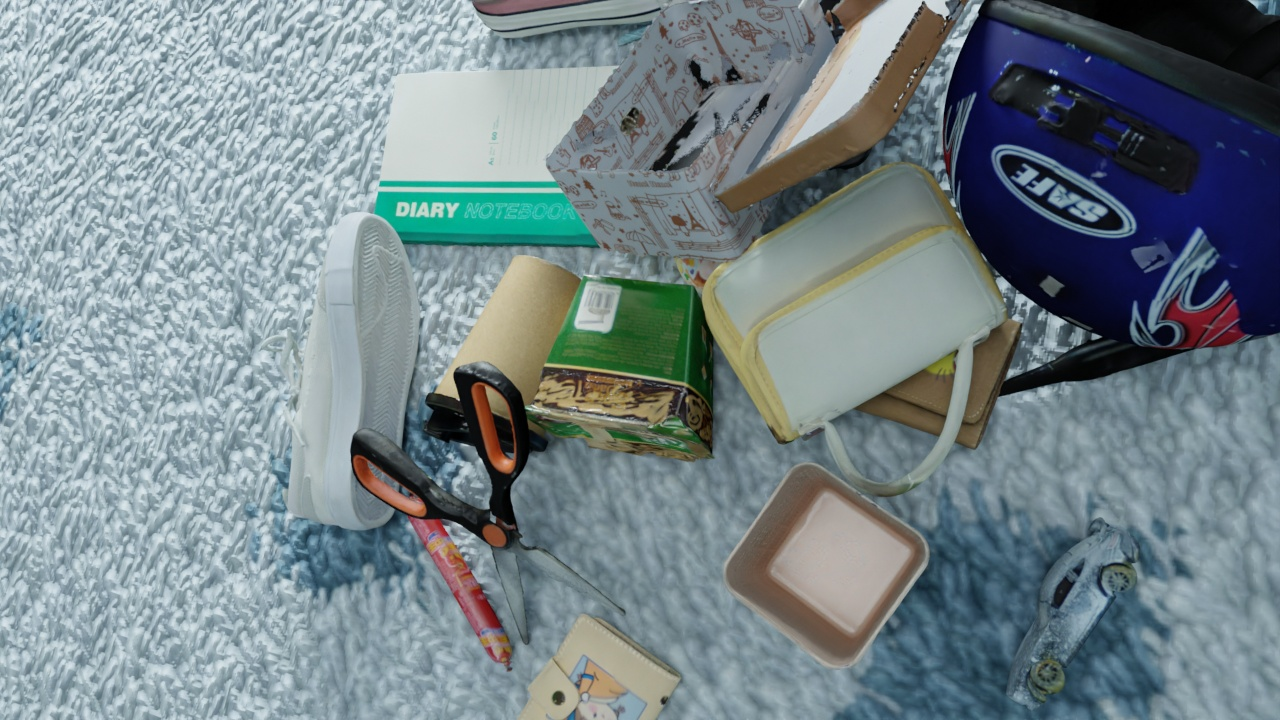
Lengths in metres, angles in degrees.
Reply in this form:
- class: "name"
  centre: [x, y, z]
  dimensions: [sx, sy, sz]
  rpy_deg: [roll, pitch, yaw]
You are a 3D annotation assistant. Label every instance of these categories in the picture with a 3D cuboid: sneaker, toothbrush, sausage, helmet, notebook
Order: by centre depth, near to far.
- class: "helmet"
  centre: [0.273, -0.133, 0.454]
  dimensions: [0.247, 0.315, 0.240]
  rpy_deg: [39, 95, 32]
- class: "toothbrush"
  centre: [0.286, -0.002, 0.578]
  dimensions: [0.213, 0.026, 0.027]
  rpy_deg: [-19, 67, 17]
- class: "sausage"
  centre: [-0.134, 0.161, 0.680]
  dimensions: [0.020, 0.020, 0.156]
  rpy_deg: [-39, 71, 6]
- class: "sneaker"
  centre: [-0.031, -0.317, 0.701]
  dimensions: [0.241, 0.088, 0.118]
  rpy_deg: [-6, 65, 19]
- class: "sneaker"
  centre: [-0.235, 0.007, 0.712]
  dimensions: [0.091, 0.089, 0.242]
  rpy_deg: [1, 85, 22]
- class: "notebook"
  centre: [-0.117, -0.165, 0.746]
  dimensions: [0.209, 0.012, 0.150]
  rpy_deg: [3, 81, 18]

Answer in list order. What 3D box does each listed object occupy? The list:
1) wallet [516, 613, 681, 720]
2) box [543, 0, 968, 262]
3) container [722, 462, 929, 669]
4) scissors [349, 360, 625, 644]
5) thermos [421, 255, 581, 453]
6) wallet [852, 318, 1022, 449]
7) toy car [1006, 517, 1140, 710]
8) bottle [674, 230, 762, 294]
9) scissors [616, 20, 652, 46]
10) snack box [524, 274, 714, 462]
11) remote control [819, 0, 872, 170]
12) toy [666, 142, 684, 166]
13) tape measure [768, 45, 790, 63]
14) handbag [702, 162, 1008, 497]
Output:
- class: "wallet"
  centre: [-0.037, 0.242, 0.632]
  dimensions: [0.087, 0.024, 0.115]
  rpy_deg: [31, 90, 16]
- class: "box"
  centre: [0.078, -0.157, 0.543]
  dimensions: [0.260, 0.110, 0.178]
  rpy_deg: [9, 58, 43]
- class: "container"
  centre: [0.117, 0.124, 0.559]
  dimensions: [0.090, 0.111, 0.090]
  rpy_deg: [35, 90, 20]
- class: "scissors"
  centre: [-0.105, 0.096, 0.620]
  dimensions: [0.235, 0.021, 0.221]
  rpy_deg: [22, 125, 17]
- class: "thermos"
  centre: [-0.093, 0.000, 0.667]
  dimensions: [0.093, 0.093, 0.143]
  rpy_deg: [16, 77, 20]
- class: "wallet"
  centre: [0.177, -0.001, 0.600]
  dimensions: [0.115, 0.033, 0.090]
  rpy_deg: [21, 83, 27]
- class: "toy car"
  centre: [0.252, 0.149, 0.542]
  dimensions: [0.037, 0.054, 0.120]
  rpy_deg: [31, 90, 18]
- class: "bottle"
  centre: [0.059, -0.071, 0.643]
  dimensions: [0.063, 0.063, 0.108]
  rpy_deg: [-36, 74, 7]
- class: "scissors"
  centre: [0.042, -0.264, 0.716]
  dimensions: [0.137, 0.017, 0.073]
  rpy_deg: [-17, 83, 18]
- class: "snack box"
  centre: [-0.004, 0.004, 0.622]
  dimensions: [0.118, 0.117, 0.105]
  rpy_deg: [6, 76, 16]
- class: "remote control"
  centre: [0.146, -0.200, 0.663]
  dimensions: [0.053, 0.024, 0.136]
  rpy_deg: [2, 81, 16]
- class: "toy"
  centre: [0.004, -0.159, 0.692]
  dimensions: [0.097, 0.031, 0.100]
  rpy_deg: [-20, 77, 3]
- class: "tape measure"
  centre: [0.091, -0.238, 0.674]
  dimensions: [0.058, 0.039, 0.057]
  rpy_deg: [20, 100, 10]
- class: "handbag"
  centre: [0.141, -0.012, 0.561]
  dimensions: [0.163, 0.063, 0.178]
  rpy_deg: [-30, 78, 4]
